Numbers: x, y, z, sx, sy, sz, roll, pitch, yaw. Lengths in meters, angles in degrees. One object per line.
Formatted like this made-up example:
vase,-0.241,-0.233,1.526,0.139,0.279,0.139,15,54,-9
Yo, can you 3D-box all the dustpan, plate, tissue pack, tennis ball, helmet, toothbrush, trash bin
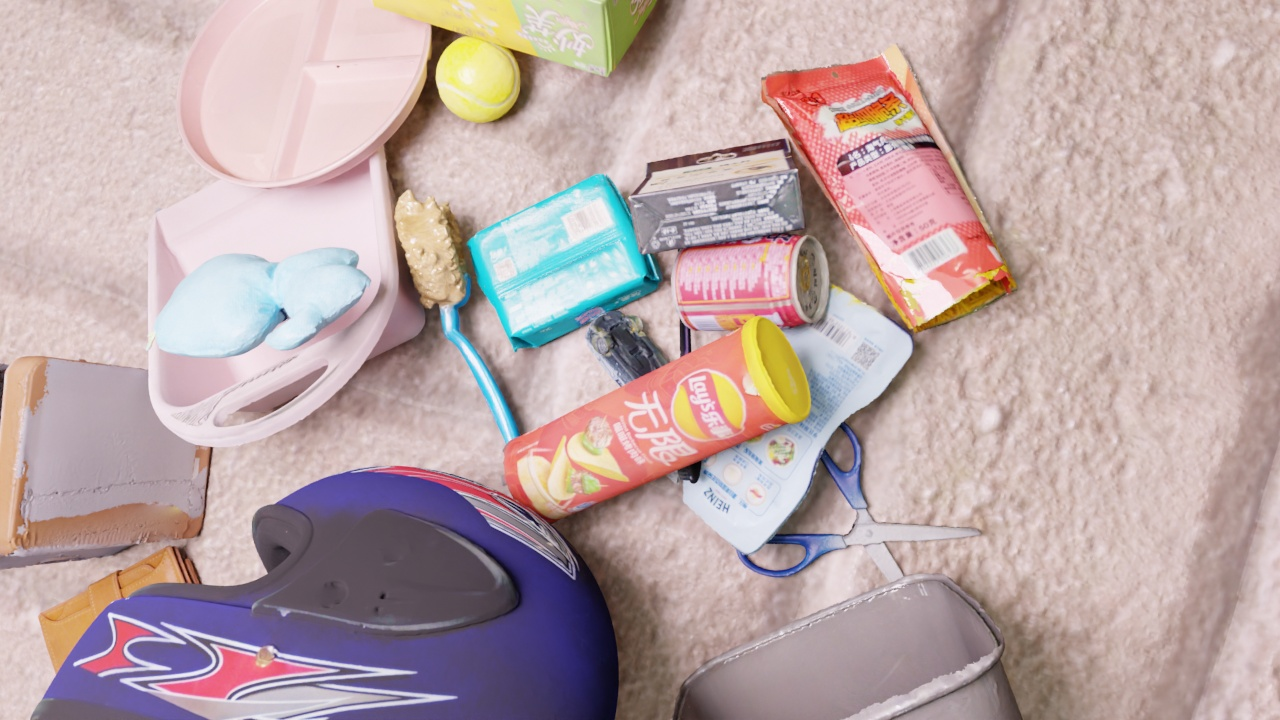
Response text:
dustpan,-0.279,-0.070,0.689,0.223,0.139,0.273,-29,79,6
plate,-0.271,-0.237,0.745,0.230,0.028,0.229,-5,70,13
tissue pack,-0.060,-0.072,0.694,0.133,0.050,0.093,-24,80,7
tennis ball,-0.127,-0.220,0.718,0.065,0.065,0.065,-1,82,10
helmet,-0.167,0.185,0.580,0.315,0.248,0.239,16,48,5
toothbrush,0.032,-0.002,0.672,0.017,0.014,0.188,-17,65,36
trash bin,0.149,0.274,0.541,0.199,0.198,0.219,-25,87,6

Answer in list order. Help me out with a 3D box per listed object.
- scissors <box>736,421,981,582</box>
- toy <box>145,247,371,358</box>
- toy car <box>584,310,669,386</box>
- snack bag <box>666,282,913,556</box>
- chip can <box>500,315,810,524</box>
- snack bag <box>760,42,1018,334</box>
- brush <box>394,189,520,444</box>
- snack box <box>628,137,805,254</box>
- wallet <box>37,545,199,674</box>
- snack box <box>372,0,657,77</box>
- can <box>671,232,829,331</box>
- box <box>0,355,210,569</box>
scissors,0.148,0.118,0.651,0.162,0.012,0.175,-24,80,5
toy,-0.263,-0.039,0.620,0.156,0.050,0.161,-26,37,-12
toy car,-0.004,0.004,0.679,0.090,0.042,0.034,48,134,9
snack bag,0.098,0.035,0.651,0.110,0.039,0.191,37,90,27
chip can,0.006,0.046,0.619,0.217,0.073,0.073,-27,78,29
snack bag,0.179,-0.125,0.645,0.128,0.073,0.207,-20,76,-24
brush,-0.127,-0.009,0.694,0.046,0.083,0.254,-21,87,-4
snack box,0.056,-0.120,0.658,0.113,0.125,0.053,-8,106,9
wallet,-0.404,0.221,0.728,0.132,0.031,0.107,-27,80,5
snack box,-0.086,-0.318,0.696,0.210,0.070,0.157,21,63,13
can,0.078,-0.054,0.644,0.094,0.066,0.066,-1,82,34
box,-0.407,0.072,0.671,0.148,0.181,0.146,-27,79,5
